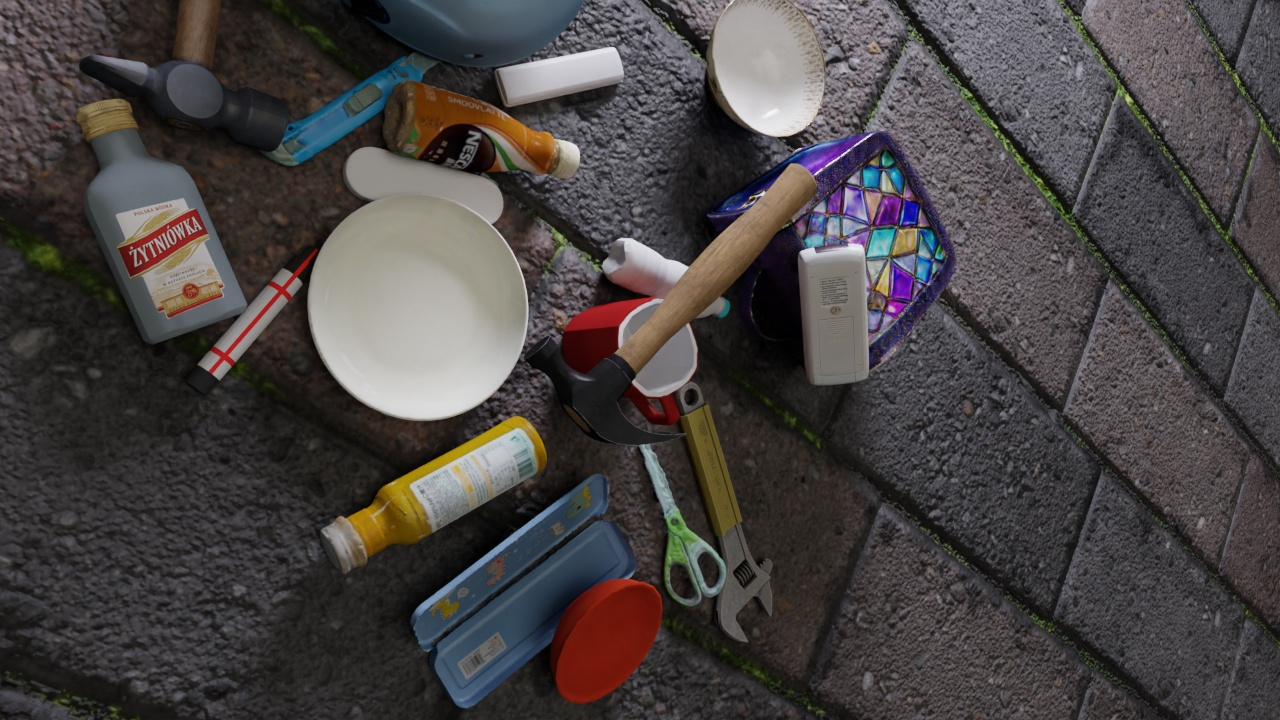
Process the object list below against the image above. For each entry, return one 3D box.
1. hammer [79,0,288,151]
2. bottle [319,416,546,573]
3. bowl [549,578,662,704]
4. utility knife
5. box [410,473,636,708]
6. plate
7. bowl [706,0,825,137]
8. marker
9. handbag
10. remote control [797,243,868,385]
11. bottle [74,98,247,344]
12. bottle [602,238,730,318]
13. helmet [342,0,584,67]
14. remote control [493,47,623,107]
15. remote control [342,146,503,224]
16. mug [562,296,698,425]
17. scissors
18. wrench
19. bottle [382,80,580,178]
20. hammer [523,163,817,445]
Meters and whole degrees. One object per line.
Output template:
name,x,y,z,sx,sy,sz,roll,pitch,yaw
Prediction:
hammer,-0.308,-0.321,0.657,0.129,0.040,0.321,11,78,-44
bottle,-0.165,0.108,0.742,0.185,0.053,0.053,-29,104,-30
bowl,-0.036,0.242,0.816,0.121,0.035,0.122,-24,128,-35
utility knife,-0.218,-0.214,0.738,0.197,0.015,0.031,-46,113,-26
box,-0.098,0.193,0.795,0.208,0.039,0.127,-35,123,-29
plate,-0.180,-0.043,0.746,0.182,0.034,0.182,1,89,-33
bowl,0.113,-0.291,0.924,0.145,0.063,0.145,0,89,-34
marker,-0.284,-0.036,0.688,0.019,0.019,0.145,44,67,-25
handbag,0.184,-0.103,0.928,0.221,0.126,0.205,-42,111,-18
remote control,0.182,-0.041,0.861,0.060,0.025,0.138,-6,112,5
bottle,-0.340,-0.098,0.637,0.072,0.046,0.161,-26,103,-31
bottle,0.029,-0.073,0.877,0.136,0.044,0.044,22,77,-31
helmet,-0.146,-0.365,0.700,0.265,0.167,0.225,25,82,-16
remote control,-0.071,-0.259,0.834,0.130,0.012,0.033,-23,101,-31
remote control,-0.178,-0.143,0.762,0.136,0.013,0.043,10,84,-32
mug,-0.005,0.005,0.822,0.080,0.097,0.116,-29,104,-30
scissors,0.032,0.155,0.887,0.065,0.033,0.174,-21,93,-8
wrench,0.079,0.152,0.920,0.083,0.018,0.273,-24,102,-30
bottle,-0.128,-0.185,0.769,0.167,0.059,0.059,7,85,-36
hammer,0.051,-0.056,0.771,0.304,0.040,0.132,-46,107,-20
